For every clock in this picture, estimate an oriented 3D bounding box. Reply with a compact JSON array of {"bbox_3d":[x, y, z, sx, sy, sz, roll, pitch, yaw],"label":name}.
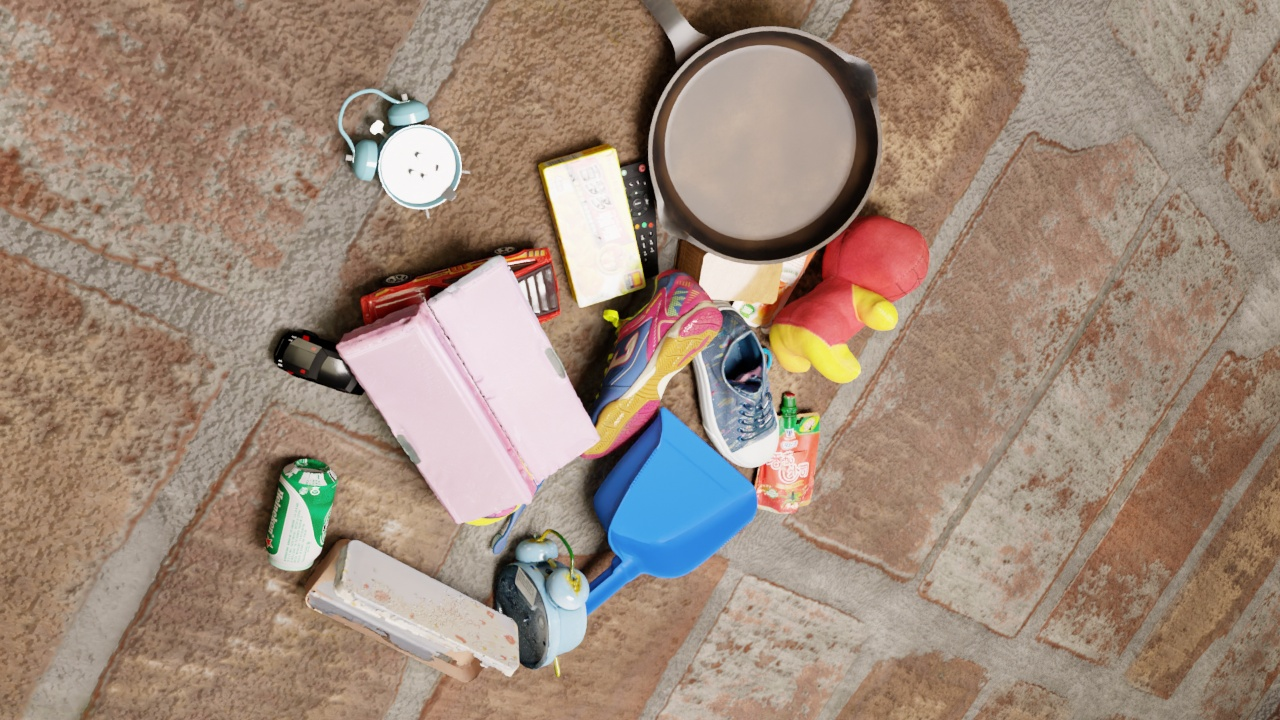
[{"bbox_3d":[-0.108,0.262,1.012,0.060,0.118,0.162,-6,123,-38],"label":"clock"},{"bbox_3d":[-0.212,-0.186,0.812,0.087,0.042,0.123,-48,126,-2],"label":"clock"}]

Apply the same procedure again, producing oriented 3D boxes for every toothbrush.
[{"bbox_3d":[-0.130,0.157,1.017,0.021,0.016,0.132,29,93,-34],"label":"toothbrush"}]

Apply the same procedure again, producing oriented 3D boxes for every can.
[{"bbox_3d":[-0.327,0.147,0.885,0.053,0.053,0.101,10,105,-31],"label":"can"}]

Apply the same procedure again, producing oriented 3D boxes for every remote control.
[{"bbox_3d":[-0.002,-0.145,0.958,0.039,0.010,0.125,-19,118,-20],"label":"remote control"}]

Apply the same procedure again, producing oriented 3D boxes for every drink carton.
[{"bbox_3d":[0.153,-0.092,1.052,0.069,0.039,0.122,19,107,-32],"label":"drink carton"}]

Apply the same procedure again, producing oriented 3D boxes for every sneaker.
[{"bbox_3d":[-0.006,0.006,0.978,0.116,0.091,0.242,-4,139,-50],"label":"sneaker"},{"bbox_3d":[0.114,0.042,1.039,0.087,0.079,0.236,-31,126,-14],"label":"sneaker"}]

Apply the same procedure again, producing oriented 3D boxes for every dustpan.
[{"bbox_3d":[-0.002,0.203,1.061,0.258,0.059,0.245,-41,137,7],"label":"dustpan"}]

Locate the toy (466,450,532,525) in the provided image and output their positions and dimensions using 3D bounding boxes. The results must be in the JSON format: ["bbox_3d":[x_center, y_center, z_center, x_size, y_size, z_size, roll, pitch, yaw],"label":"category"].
[{"bbox_3d":[-0.160,0.133,0.974,0.095,0.041,0.094,-39,128,-4],"label":"toy"}]

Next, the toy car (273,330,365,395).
[{"bbox_3d":[-0.292,0.004,0.853,0.091,0.036,0.042,23,98,-33],"label":"toy car"}]

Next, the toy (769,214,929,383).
[{"bbox_3d":[0.238,-0.078,1.034,0.216,0.148,0.099,-52,125,-13],"label":"toy"}]

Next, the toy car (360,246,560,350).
[{"bbox_3d":[-0.170,-0.053,0.885,0.189,0.056,0.082,-17,116,-18],"label":"toy car"}]

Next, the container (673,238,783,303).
[{"bbox_3d":[0.098,-0.096,0.988,0.114,0.061,0.063,4,110,-14],"label":"container"}]

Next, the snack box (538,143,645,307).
[{"bbox_3d":[-0.047,-0.134,0.924,0.075,0.025,0.152,-18,118,-10],"label":"snack box"}]

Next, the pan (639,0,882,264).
[{"bbox_3d":[0.082,-0.260,0.899,0.249,0.043,0.356,-36,106,12],"label":"pan"}]

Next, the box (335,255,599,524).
[{"bbox_3d":[-0.154,0.039,0.871,0.179,0.059,0.233,-28,119,-1],"label":"box"}]

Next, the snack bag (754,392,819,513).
[{"bbox_3d":[0.183,0.114,1.154,0.087,0.044,0.155,-3,106,-16],"label":"snack bag"}]

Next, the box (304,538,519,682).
[{"bbox_3d":[-0.239,0.270,0.956,0.216,0.094,0.108,36,120,-26],"label":"box"}]

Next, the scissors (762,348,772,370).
[{"bbox_3d":[0.113,0.046,1.101,0.109,0.015,0.132,-2,116,-31],"label":"scissors"}]
